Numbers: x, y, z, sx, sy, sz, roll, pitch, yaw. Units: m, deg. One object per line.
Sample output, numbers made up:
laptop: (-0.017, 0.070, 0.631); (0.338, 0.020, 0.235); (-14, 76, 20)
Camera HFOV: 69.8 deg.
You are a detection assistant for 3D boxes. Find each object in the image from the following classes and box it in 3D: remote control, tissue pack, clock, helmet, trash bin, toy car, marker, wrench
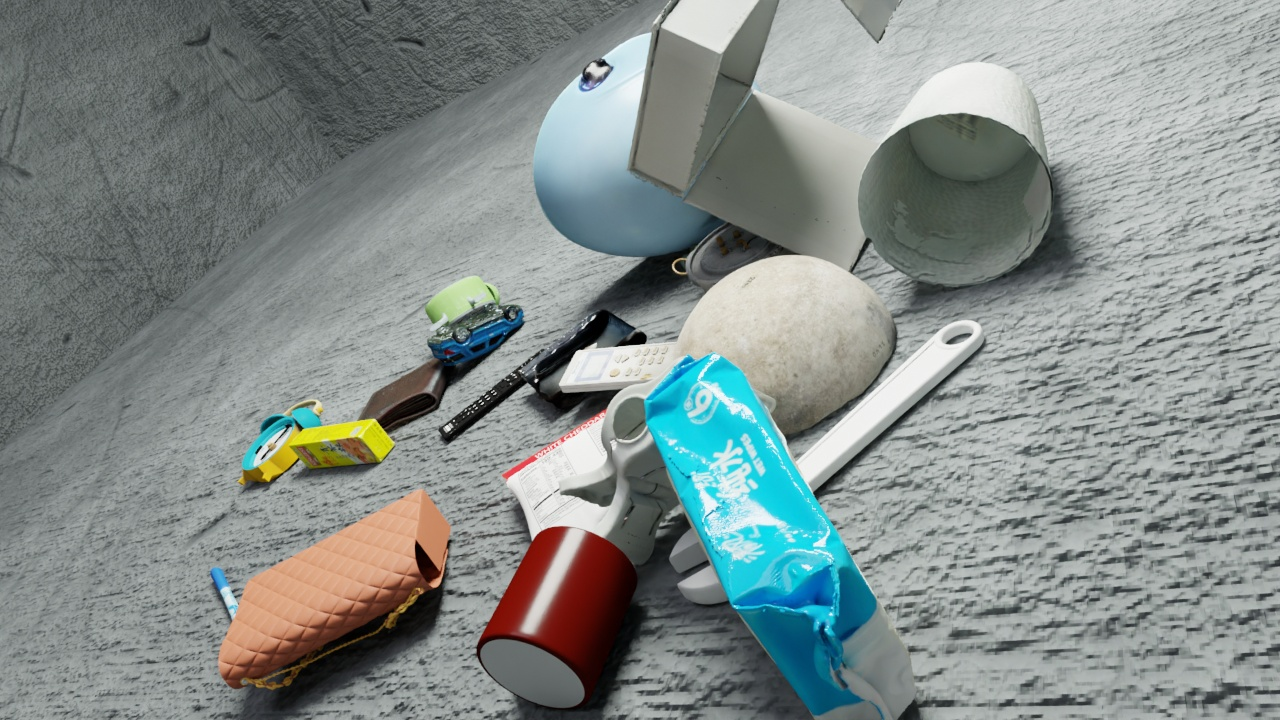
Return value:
remote control: (-0.150, 0.035, 0.957); (0.140, 0.009, 0.030); (-39, 26, -11)
tissue pack: (0.069, 0.091, 0.471); (0.066, 0.117, 0.209); (-31, 34, 3)
clock: (-0.448, 0.100, 1.147); (0.099, 0.044, 0.129); (-12, 40, 37)
helmet: (0.022, -0.215, 0.957); (0.265, 0.225, 0.167); (-35, 33, -6)
remote control: (-0.005, 0.005, 0.811); (0.136, 0.011, 0.050); (-5, 38, 25)
trash bin: (0.249, -0.154, 0.709); (0.134, 0.133, 0.160); (-15, 26, 33)
clock: (0.087, -0.092, 0.853); (0.148, 0.056, 0.103); (1, 45, 45)
toy car: (-0.191, -0.032, 1.075); (0.120, 0.043, 0.056); (-30, 21, -32)
marker: (-0.408, 0.232, 0.904); (0.013, 0.013, 0.142); (-43, 28, -20)
wrench: (0.127, 0.059, 0.598); (0.273, 0.018, 0.066); (-39, 27, -14)
clock: (-0.223, -0.067, 1.150); (0.094, 0.042, 0.119); (-32, -4, -2)

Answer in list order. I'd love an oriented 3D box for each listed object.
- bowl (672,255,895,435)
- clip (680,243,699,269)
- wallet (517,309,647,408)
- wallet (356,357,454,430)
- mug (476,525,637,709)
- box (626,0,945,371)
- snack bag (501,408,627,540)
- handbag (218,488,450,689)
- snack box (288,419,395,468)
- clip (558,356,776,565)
bowl: (0.094, -0.026, 0.698); (0.179, 0.081, 0.178); (-24, 31, 15)
clip: (0.075, -0.106, 0.934); (0.076, 0.023, 0.045); (1, 40, 46)
wallet: (-0.056, -0.001, 0.893); (0.115, 0.026, 0.089); (-38, 29, -10)
wallet: (-0.276, 0.041, 1.069); (0.120, 0.031, 0.099); (-26, 23, 16)
mug: (-0.057, 0.165, 0.572); (0.106, 0.073, 0.082); (-49, 10, 44)
box: (0.146, -0.174, 0.815); (0.172, 0.380, 0.167); (-20, 33, 54)
snack bag: (-0.039, 0.086, 0.708); (0.130, 0.039, 0.144); (-32, 29, -5)
handbag: (-0.237, 0.188, 0.731); (0.172, 0.060, 0.108); (-28, 21, 4)
snack box: (-0.336, 0.095, 1.029); (0.148, 0.040, 0.028); (-10, 34, 40)
clip: (0.017, 0.065, 0.601); (0.144, 0.124, 0.075); (-48, 50, 12)
